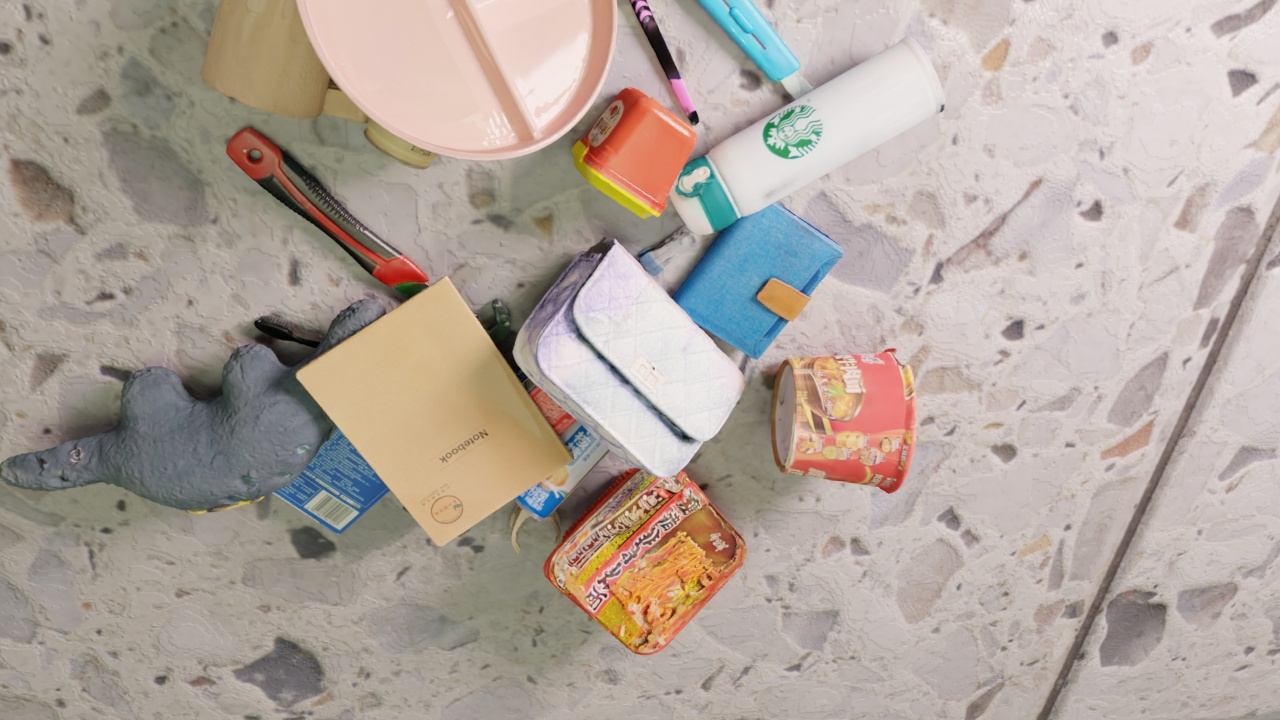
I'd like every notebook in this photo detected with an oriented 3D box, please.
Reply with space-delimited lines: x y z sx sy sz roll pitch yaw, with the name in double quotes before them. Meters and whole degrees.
"notebook" -0.170 0.050 0.789 0.148 0.008 0.208 -33 116 -3

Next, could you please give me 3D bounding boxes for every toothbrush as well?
"toothbrush" 0.006 -0.264 0.715 0.014 0.017 0.189 -31 122 0
"toothbrush" -0.249 -0.003 0.823 0.189 0.016 0.014 21 125 -24

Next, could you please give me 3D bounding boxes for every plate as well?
"plate" -0.123 -0.252 0.633 0.229 0.028 0.229 -1 93 -29

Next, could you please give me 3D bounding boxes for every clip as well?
"clip" -0.120 0.153 0.922 0.092 0.035 0.103 -30 116 6
"clip" 0.026 -0.098 0.813 0.057 0.031 0.025 -32 118 14

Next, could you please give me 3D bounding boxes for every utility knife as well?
"utility knife" 0.093 -0.259 0.734 0.034 0.018 0.199 -43 119 14

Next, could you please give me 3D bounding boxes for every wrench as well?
"wrench" -0.222 -0.094 0.771 0.273 0.016 0.056 38 107 -26

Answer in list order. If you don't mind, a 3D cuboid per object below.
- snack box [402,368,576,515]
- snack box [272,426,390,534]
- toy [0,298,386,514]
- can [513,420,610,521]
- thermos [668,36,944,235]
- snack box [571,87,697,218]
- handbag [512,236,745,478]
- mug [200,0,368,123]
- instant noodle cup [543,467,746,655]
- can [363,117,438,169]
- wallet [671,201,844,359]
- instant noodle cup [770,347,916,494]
"snack box" -0.135 0.074 0.860 0.208 0.057 0.058 -42 121 13
"snack box" -0.264 0.091 0.863 0.157 0.026 0.084 -40 119 13
"toy" -0.363 0.061 0.791 0.356 0.091 0.138 -20 119 1
"can" -0.065 0.086 0.868 0.134 0.053 0.053 -47 117 3
"thermos" 0.128 -0.177 0.747 0.224 0.073 0.073 -28 121 9
"snack box" -0.002 -0.167 0.729 0.082 0.091 0.080 31 103 -24
"handbag" -0.005 0.005 0.799 0.194 0.076 0.134 44 72 -27
"mug" -0.238 -0.234 0.659 0.124 0.084 0.104 5 120 -41
"instant noodle cup" 0.003 0.190 0.922 0.164 0.079 0.189 -44 121 -6
"can" -0.159 -0.208 0.692 0.058 0.058 0.116 26 112 -23
"wallet" 0.105 -0.075 0.831 0.106 0.040 0.133 30 111 -20
"instant noodle cup" 0.187 0.057 0.871 0.108 0.137 0.138 2 119 -3
